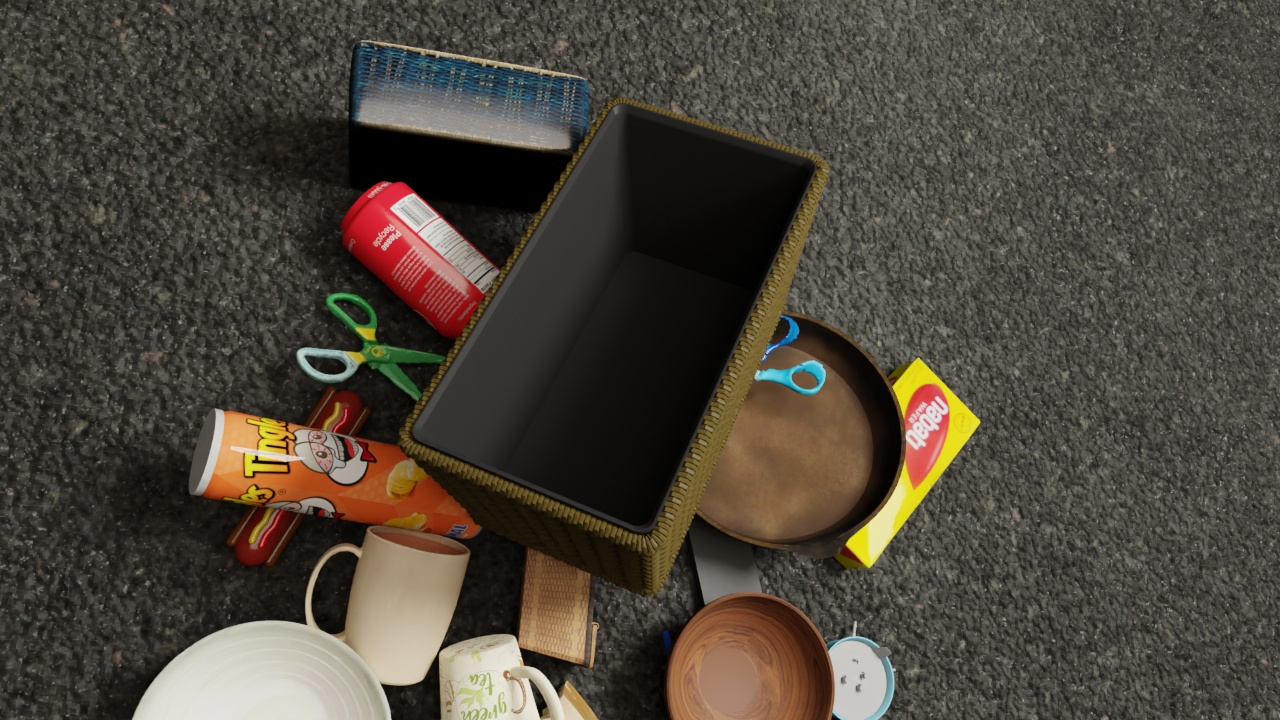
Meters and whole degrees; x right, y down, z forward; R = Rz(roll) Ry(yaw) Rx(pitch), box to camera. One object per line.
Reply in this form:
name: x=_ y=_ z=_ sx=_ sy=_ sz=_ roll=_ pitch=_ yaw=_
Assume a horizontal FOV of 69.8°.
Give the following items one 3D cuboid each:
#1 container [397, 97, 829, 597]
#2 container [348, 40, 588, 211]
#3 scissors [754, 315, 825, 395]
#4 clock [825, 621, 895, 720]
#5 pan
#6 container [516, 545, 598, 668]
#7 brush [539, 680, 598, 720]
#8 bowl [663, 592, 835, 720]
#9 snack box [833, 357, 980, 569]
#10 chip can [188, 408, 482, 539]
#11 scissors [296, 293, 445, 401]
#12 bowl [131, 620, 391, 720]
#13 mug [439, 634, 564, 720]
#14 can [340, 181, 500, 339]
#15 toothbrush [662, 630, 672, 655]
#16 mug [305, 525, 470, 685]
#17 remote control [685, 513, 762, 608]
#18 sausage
container: x=-0.004 y=0.004 z=0.691 sx=0.176 sy=0.205 sz=0.320 roll=20 pitch=62 yaw=13
container: x=-0.149 y=-0.189 z=0.776 sx=0.187 sy=0.145 sz=0.071 roll=5 pitch=78 yaw=-17
scissors: x=0.094 y=0.001 z=0.822 sx=0.135 sy=0.016 sz=0.086 roll=-12 pitch=70 yaw=-7
clock: x=0.174 y=0.296 z=0.811 sx=0.123 sy=0.042 sz=0.087 roll=-40 pitch=90 yaw=-24
pan: x=0.058 y=0.076 z=0.812 sx=0.355 sy=0.043 sz=0.248 roll=-12 pitch=66 yaw=-11
container: x=-0.066 y=0.190 z=0.753 sx=0.061 sy=0.063 sz=0.113 roll=6 pitch=74 yaw=-9
brush: x=-0.041 y=0.319 z=0.733 sx=0.039 sy=0.049 sz=0.117 roll=-32 pitch=87 yaw=-4
bowl: x=0.082 y=0.271 z=0.773 sx=0.147 sy=0.069 sz=0.147 roll=4 pitch=75 yaw=-16
snack box: x=0.234 y=0.097 z=0.880 sx=0.092 sy=0.042 sz=0.200 roll=46 pitch=68 yaw=-1
chip can: x=-0.220 y=0.089 z=0.693 sx=0.210 sy=0.062 sz=0.062 roll=17 pitch=71 yaw=-32
scissors: x=-0.225 y=-0.001 z=0.761 sx=0.128 sy=0.012 sz=0.119 roll=45 pitch=48 yaw=1
bowl: x=-0.267 y=0.274 z=0.660 sx=0.176 sy=0.058 sz=0.176 roll=1 pitch=82 yaw=-10
mug: x=-0.101 y=0.261 z=0.685 sx=0.080 sy=0.122 sz=0.097 roll=-6 pitch=85 yaw=-48
can: x=-0.180 y=-0.082 z=0.776 sx=0.142 sy=0.075 sz=0.074 roll=42 pitch=68 yaw=-4
toothbrush: x=0.047 y=0.323 z=0.779 sx=0.016 sy=0.011 sz=0.186 roll=-12 pitch=80 yaw=-20
mug: x=-0.196 y=0.183 z=0.697 sx=0.111 sy=0.085 sz=0.104 roll=15 pitch=86 yaw=-18
remote control: x=0.069 y=0.157 z=0.828 sx=0.058 sy=0.013 sz=0.133 roll=-8 pitch=79 yaw=-19
sausage: x=-0.268 y=0.091 z=0.724 sx=0.040 sy=0.040 sz=0.155 roll=31 pitch=69 yaw=-8
